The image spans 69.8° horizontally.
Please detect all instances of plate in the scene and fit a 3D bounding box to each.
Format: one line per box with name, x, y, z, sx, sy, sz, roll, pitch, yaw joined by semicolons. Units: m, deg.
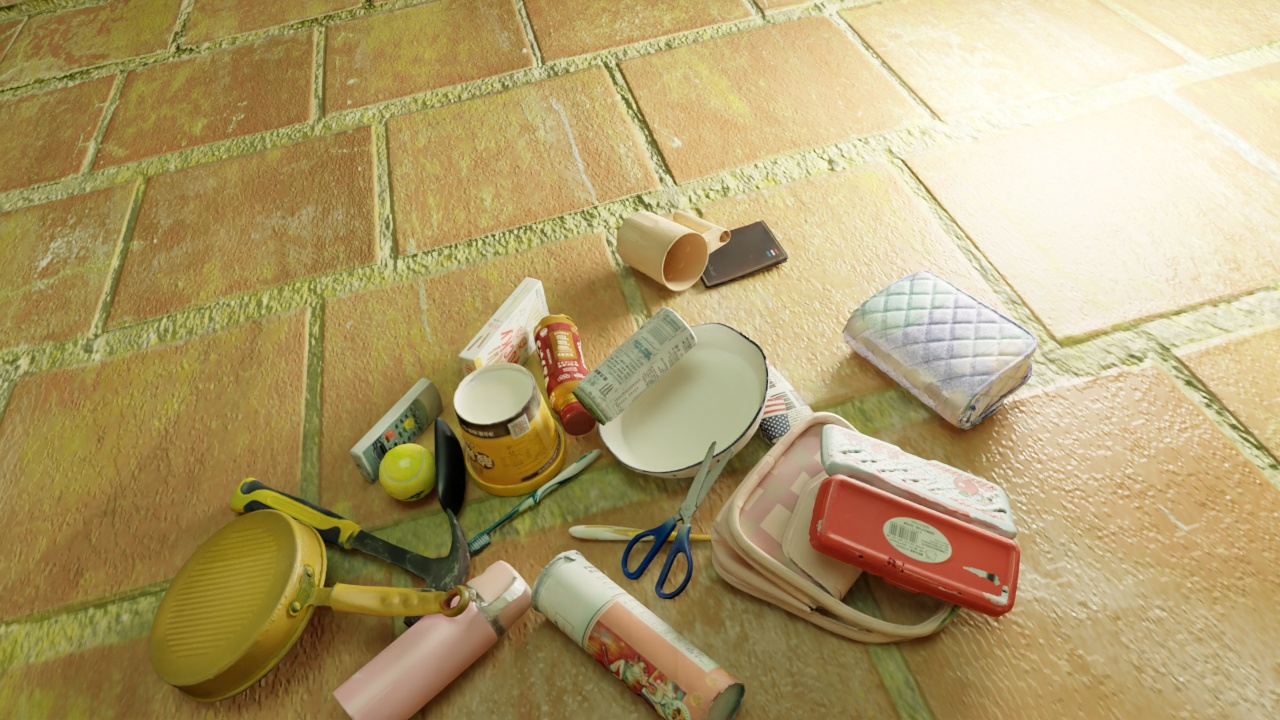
plate;0.052;0.049;1.048;0.205;0.045;0.204;-14;48;16

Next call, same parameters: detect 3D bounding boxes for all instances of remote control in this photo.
remote control;-0.290;0.082;1.102;0.019;0.056;0.134;20;52;27
remote control;-0.217;0.119;1.052;0.024;0.053;0.136;-20;44;3

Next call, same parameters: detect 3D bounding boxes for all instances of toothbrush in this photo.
toothbrush;-0.116;0.156;1.024;0.191;0.016;0.018;-35;59;-22
toothbrush;0.017;0.182;0.968;0.191;0.018;0.016;1;44;9

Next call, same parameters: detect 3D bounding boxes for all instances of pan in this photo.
pan;-0.332;0.238;0.910;0.358;0.078;0.197;-12;47;26

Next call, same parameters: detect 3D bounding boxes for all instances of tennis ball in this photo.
tennis ball;-0.264;0.127;1.045;0.065;0.065;0.065;-6;45;5

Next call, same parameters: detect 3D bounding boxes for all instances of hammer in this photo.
hammer;-0.327;0.189;1.014;0.324;0.032;0.125;15;57;26

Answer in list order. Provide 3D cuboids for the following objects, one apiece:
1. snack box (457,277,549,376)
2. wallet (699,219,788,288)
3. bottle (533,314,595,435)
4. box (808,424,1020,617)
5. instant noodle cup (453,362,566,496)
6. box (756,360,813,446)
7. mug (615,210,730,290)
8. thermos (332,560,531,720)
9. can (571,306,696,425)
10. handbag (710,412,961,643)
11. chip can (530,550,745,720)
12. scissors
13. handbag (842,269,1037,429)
snack box;-0.168;-0.025;1.165;0.027;0.085;0.156;17;51;23
wallet;0.132;-0.149;1.280;0.122;0.020;0.096;-19;45;-5
bottle;-0.091;0.017;1.127;0.057;0.057;0.174;-15;45;-5
box;0.261;0.144;0.870;0.201;0.058;0.160;21;50;-3
instant noodle cup;-0.152;0.074;1.042;0.118;0.115;0.118;-5;45;5
box;0.144;0.046;1.071;0.068;0.052;0.164;-33;46;-2
mug;0.043;-0.163;1.261;0.124;0.084;0.103;-34;44;-23
thermos;-0.190;0.274;0.873;0.198;0.087;0.067;-37;91;-23
can;-0.006;0.006;1.041;0.146;0.058;0.058;-42;51;-9
handbag;0.205;0.178;0.901;0.234;0.094;0.192;35;56;19
chip can;-0.006;0.264;0.855;0.215;0.071;0.071;30;57;33
scissors;0.036;0.159;0.948;0.133;0.012;0.172;-6;65;22
handbag;0.348;-0.015;1.064;0.134;0.076;0.194;-32;47;-14
